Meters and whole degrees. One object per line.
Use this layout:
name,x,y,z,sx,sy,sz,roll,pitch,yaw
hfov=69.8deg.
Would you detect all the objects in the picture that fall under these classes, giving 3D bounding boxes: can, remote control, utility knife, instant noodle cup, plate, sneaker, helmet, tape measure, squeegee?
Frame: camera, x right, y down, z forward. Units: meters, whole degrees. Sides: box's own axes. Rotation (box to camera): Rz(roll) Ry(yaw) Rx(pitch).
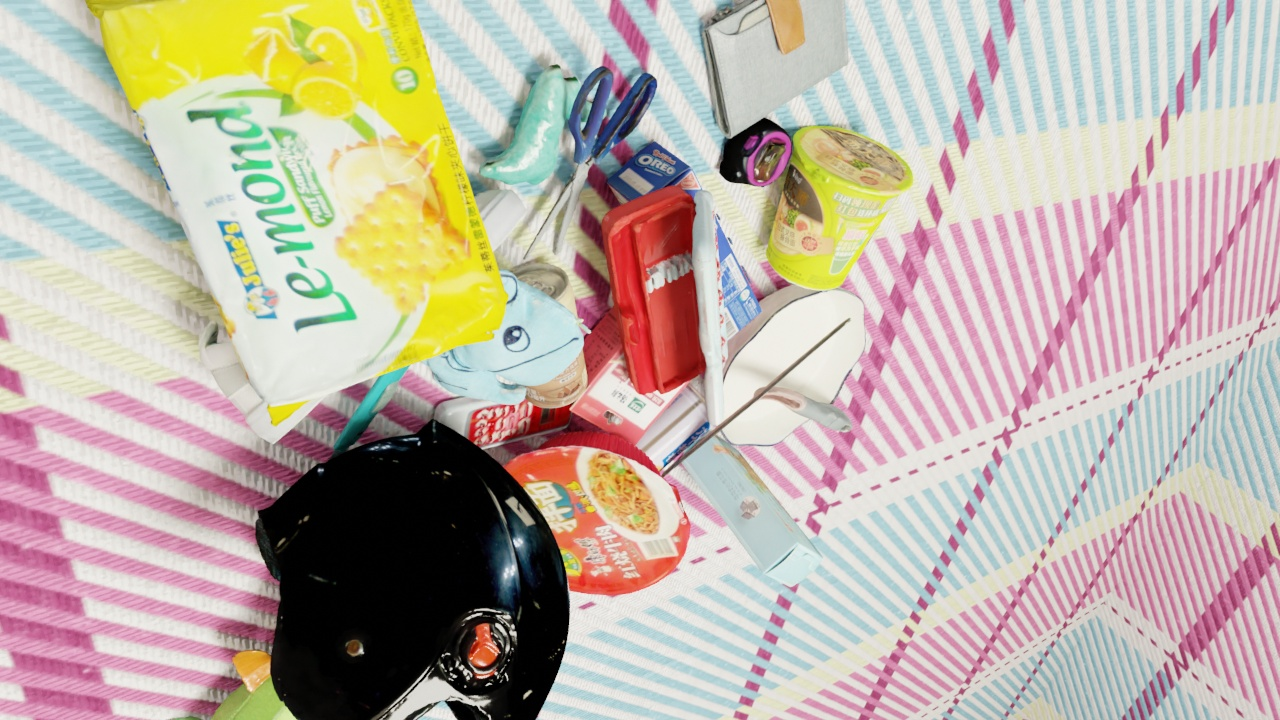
can,0.012,0.084,0.927,0.134,0.053,0.053,-40,141,-6
remote control,-0.119,0.050,0.811,0.135,0.020,0.056,-11,131,-34
utility knife,-0.202,0.034,0.696,0.187,0.013,0.029,-48,166,30
can,-0.078,-0.018,0.756,0.058,0.058,0.116,-27,137,-21
instant noodle cup,0.172,-0.133,0.843,0.111,0.111,0.124,-13,139,-33
plate,0.154,0.003,0.987,0.204,0.045,0.205,-24,137,-24
sneaker,-0.186,-0.056,0.623,0.241,0.090,0.091,-45,102,-24
helmet,-0.165,0.184,0.704,0.229,0.274,0.234,-50,-172,-22
tape measure,0.101,-0.178,0.787,0.057,0.039,0.058,-1,124,-40
squeegee,0.165,0.049,0.971,0.248,0.040,0.249,-43,149,21
instant noodle cup,-0.046,0.134,0.859,0.194,0.065,0.194,5,127,7

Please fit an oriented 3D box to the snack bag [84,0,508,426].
snack bag,-0.182,-0.101,0.526,0.157,0.068,0.246,-24,109,-23

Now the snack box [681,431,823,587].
snack box,0.118,0.158,0.989,0.052,0.175,0.074,-44,142,7

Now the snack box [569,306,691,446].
snack box,-0.005,0.005,0.851,0.127,0.044,0.113,-49,141,3

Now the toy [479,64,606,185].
toy,-0.066,-0.167,0.661,0.096,0.030,0.092,-7,130,-51

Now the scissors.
scissors,-0.041,-0.151,0.685,0.162,0.012,0.163,-50,164,-12

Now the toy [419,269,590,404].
toy,-0.105,-0.012,0.691,0.156,0.049,0.161,-4,144,15

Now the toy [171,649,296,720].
toy,-0.289,0.301,0.829,0.246,0.090,0.227,-37,134,-14

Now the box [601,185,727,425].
box,0.038,-0.033,0.728,0.095,0.098,0.202,-25,139,-14

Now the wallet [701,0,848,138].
wallet,0.113,-0.252,0.735,0.129,0.037,0.107,-34,140,-14

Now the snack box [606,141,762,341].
snack box,0.043,-0.095,0.795,0.057,0.058,0.207,-40,141,-3
